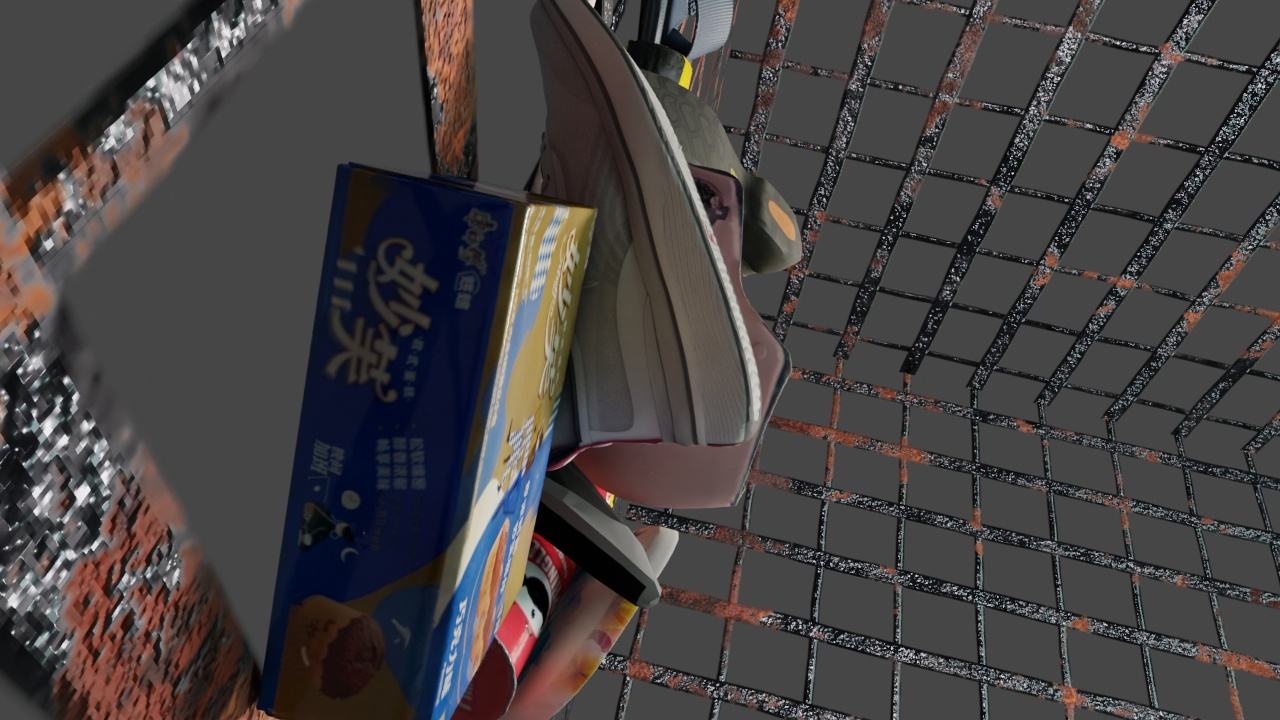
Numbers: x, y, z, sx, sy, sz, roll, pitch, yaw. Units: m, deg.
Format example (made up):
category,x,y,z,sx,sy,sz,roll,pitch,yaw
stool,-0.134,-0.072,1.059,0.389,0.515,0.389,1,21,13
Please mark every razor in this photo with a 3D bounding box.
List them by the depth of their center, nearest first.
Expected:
category,x,y,z,sx,sy,sz,roll,pitch,yaw
razor,-0.045,0.084,0.540,0.060,0.156,0.057,-33,164,-12

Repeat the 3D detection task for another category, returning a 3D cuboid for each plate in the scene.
category,x,y,z,sx,sy,sz,roll,pitch,yaw
plate,-0.068,0.178,0.591,0.187,0.016,0.186,-34,-172,37

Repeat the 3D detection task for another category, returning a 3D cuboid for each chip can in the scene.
category,x,y,z,sx,sy,sz,roll,pitch,yaw
chip can,-0.077,0.130,0.572,0.232,0.073,0.073,-52,156,-72

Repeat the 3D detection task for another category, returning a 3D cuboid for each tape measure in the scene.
category,x,y,z,sx,sy,sz,roll,pitch,yaw
tape measure,0.012,-0.250,0.791,0.064,0.065,0.037,46,61,-84

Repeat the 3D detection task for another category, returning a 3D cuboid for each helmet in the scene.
category,x,y,z,sx,sy,sz,roll,pitch,yaw
helmet,-0.005,-0.018,0.641,0.230,0.152,0.255,97,-16,-66

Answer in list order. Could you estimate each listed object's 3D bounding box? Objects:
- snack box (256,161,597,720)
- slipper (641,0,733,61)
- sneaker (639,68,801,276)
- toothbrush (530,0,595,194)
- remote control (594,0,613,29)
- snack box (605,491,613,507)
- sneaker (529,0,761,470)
category,x,y,z,sx,sy,sz,roll,pitch,yaw
snack box,-0.080,0.028,0.387,0.155,0.069,0.203,-60,163,-79
slipper,0.055,-0.362,0.927,0.262,0.082,0.101,-72,171,-56
sneaker,0.021,-0.144,0.808,0.143,0.238,0.100,-26,-141,34
toothbrush,-0.045,-0.177,0.593,0.016,0.018,0.181,72,31,-83
remote control,-0.024,-0.267,0.633,0.140,0.009,0.030,97,7,-57
snack box,-0.048,0.077,1.064,0.110,0.062,0.230,-61,163,-77
sneaker,-0.029,-0.069,0.491,0.096,0.129,0.263,9,63,-79
